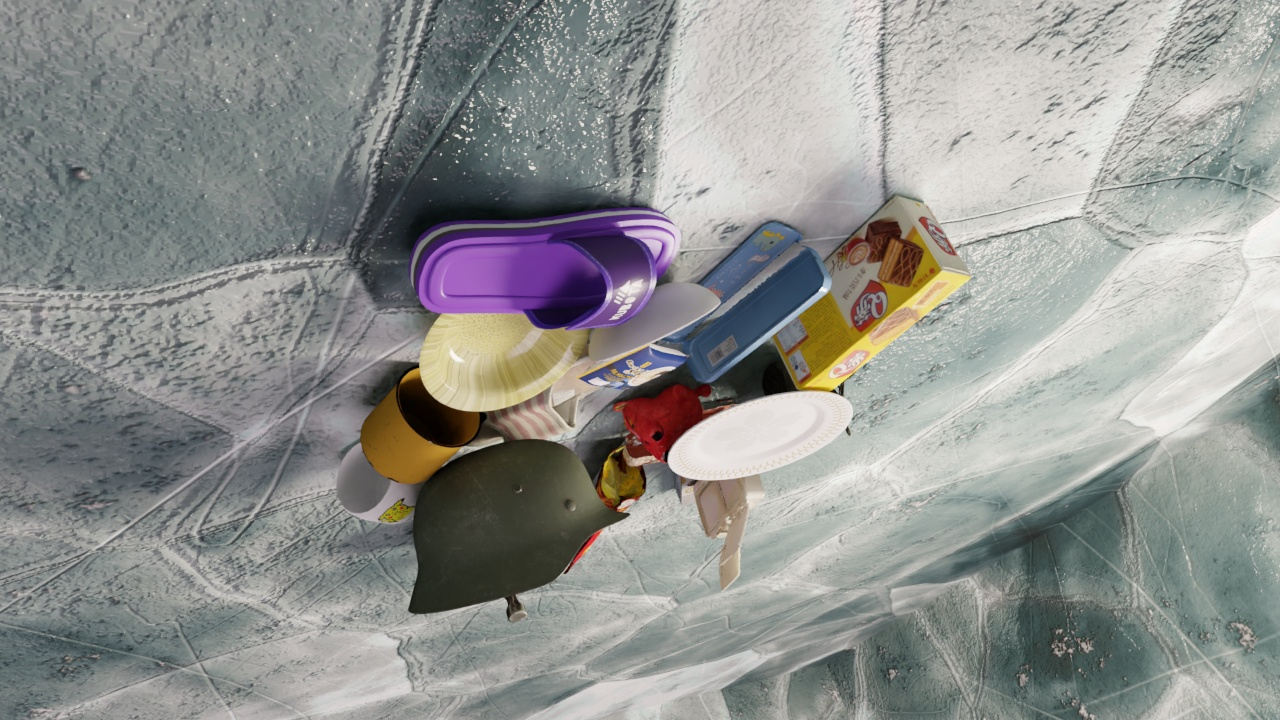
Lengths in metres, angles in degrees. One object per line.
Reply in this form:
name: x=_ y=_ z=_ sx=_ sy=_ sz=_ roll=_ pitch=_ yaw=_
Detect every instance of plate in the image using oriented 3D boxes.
plate: x=0.151 y=0.094 z=1.171 sx=0.242 sy=0.016 sz=0.243 roll=-11 pitch=152 yaw=-6
plate: x=-0.139 y=-0.028 z=0.929 sx=0.184 sy=0.036 sz=0.185 roll=-21 pitch=142 yaw=-18

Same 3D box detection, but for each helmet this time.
helmet: x=-0.150 y=0.171 z=1.051 sx=0.267 sy=0.154 sz=0.227 roll=-13 pitch=177 yaw=-17

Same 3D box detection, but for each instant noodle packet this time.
instant noodle packet: x=-0.006 y=0.006 z=1.008 sx=0.087 sy=0.026 sz=0.134 roll=-24 pitch=167 yaw=18

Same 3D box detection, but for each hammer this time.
hammer: x=-0.202 y=0.240 z=1.309 sx=0.033 sy=0.132 sz=0.331 roll=-13 pitch=140 yaw=-13

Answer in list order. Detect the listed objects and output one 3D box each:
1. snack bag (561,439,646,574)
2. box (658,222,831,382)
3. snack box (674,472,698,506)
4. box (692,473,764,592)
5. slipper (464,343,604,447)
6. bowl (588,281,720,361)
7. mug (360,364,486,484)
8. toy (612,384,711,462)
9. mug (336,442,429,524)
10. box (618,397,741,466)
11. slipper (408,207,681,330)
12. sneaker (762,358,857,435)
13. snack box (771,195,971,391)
snack bag: x=-0.067 y=0.209 z=1.320 sx=0.066 sy=0.138 sz=0.209 roll=26 pitch=133 yaw=-14
box: x=0.108 y=-0.057 z=1.021 sx=0.085 sy=0.073 sz=0.210 roll=15 pitch=136 yaw=-41
snack box: x=0.106 y=0.165 z=1.438 sx=0.101 sy=0.031 sz=0.186 roll=-17 pitch=151 yaw=-7
box: x=0.127 y=0.226 z=1.337 sx=0.058 sy=0.187 sz=0.145 roll=10 pitch=138 yaw=-19
slipper: x=-0.101 y=0.046 z=1.082 sx=0.263 sy=0.052 sz=0.115 roll=-26 pitch=150 yaw=9
bowl: x=0.007 y=-0.049 z=0.958 sx=0.149 sy=0.043 sz=0.149 roll=-24 pitch=-172 yaw=3
mug: x=-0.230 y=0.072 z=0.996 sx=0.123 sy=0.100 sz=0.094 roll=5 pitch=144 yaw=-46
toy: x=0.033 y=0.058 z=1.202 sx=0.132 sy=0.094 sz=0.088 roll=-36 pitch=129 yaw=-26
mug: x=-0.291 y=0.135 z=1.070 sx=0.116 sy=0.094 sz=0.068 roll=-37 pitch=149 yaw=13
box: x=0.063 y=0.098 z=1.275 sx=0.187 sy=0.056 sz=0.071 roll=-11 pitch=118 yaw=-19
slipper: x=-0.068 y=-0.070 z=0.833 sx=0.266 sy=0.084 sz=0.107 roll=-6 pitch=135 yaw=-33
sneaker: x=0.251 y=0.063 z=1.284 sx=0.143 sy=0.101 sz=0.238 roll=-16 pitch=156 yaw=-1
snack box: x=0.253 y=-0.069 z=1.054 sx=0.061 sy=0.110 sz=0.231 roll=5 pitch=142 yaw=-40
